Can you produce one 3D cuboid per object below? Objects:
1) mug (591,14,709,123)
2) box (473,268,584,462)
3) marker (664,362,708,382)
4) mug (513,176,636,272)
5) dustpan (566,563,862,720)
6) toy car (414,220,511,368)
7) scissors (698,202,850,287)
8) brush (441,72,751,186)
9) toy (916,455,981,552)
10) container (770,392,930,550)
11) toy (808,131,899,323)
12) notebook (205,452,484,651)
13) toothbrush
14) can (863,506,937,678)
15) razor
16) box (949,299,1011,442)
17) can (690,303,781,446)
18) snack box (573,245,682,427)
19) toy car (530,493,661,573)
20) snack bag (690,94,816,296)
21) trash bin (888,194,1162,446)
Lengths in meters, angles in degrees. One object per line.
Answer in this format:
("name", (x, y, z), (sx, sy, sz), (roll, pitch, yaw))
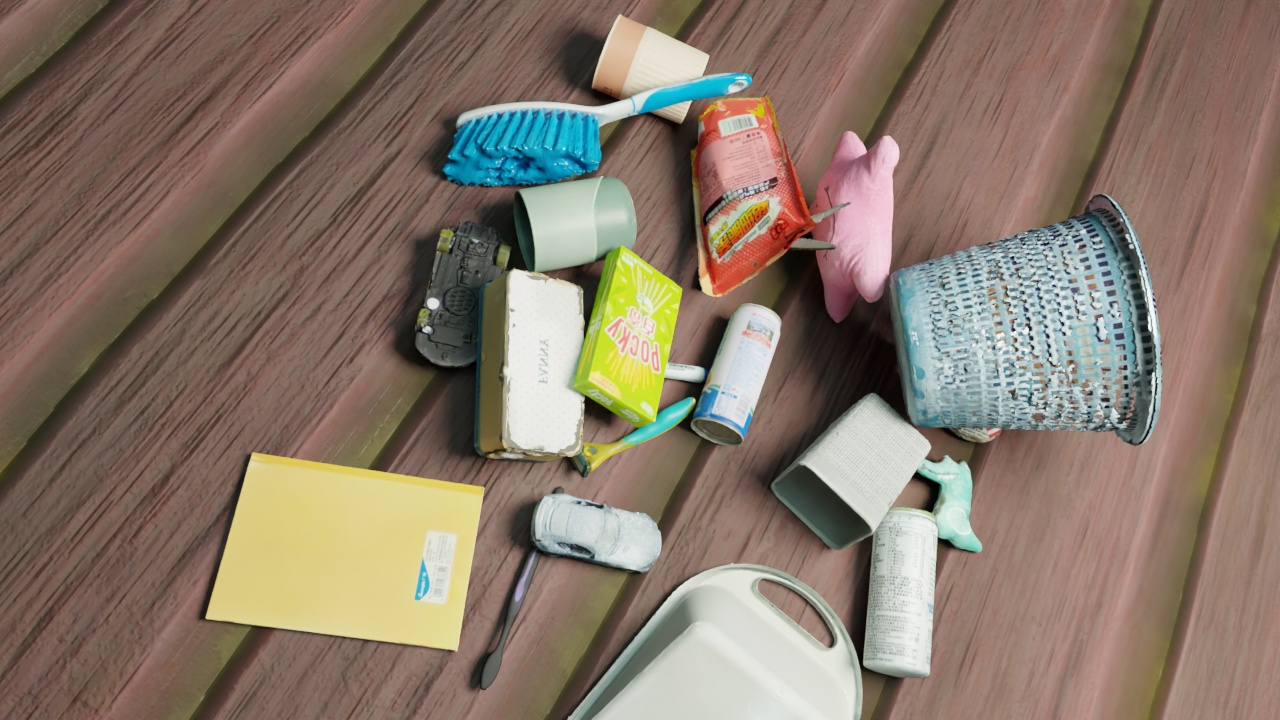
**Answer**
("mug", (0.013, -0.321, 1.002), (0.106, 0.082, 0.114), (22, 37, -4))
("box", (-0.100, 0.000, 0.837), (0.089, 0.061, 0.184), (12, 68, -33))
("marker", (-0.005, 0.005, 0.898), (0.145, 0.017, 0.016), (8, 68, -8))
("mug", (-0.069, -0.144, 0.915), (0.106, 0.082, 0.111), (-13, 41, -16))
("dustpan", (0.073, 0.315, 0.798), (0.222, 0.142, 0.258), (39, 96, 5))
("toy car", (-0.171, -0.064, 0.877), (0.070, 0.042, 0.157), (15, 65, -8))
("scissors", (0.125, -0.118, 0.912), (0.159, 0.177, 0.014), (-46, 124, 10))
("brush", (-0.043, -0.240, 0.932), (0.315, 0.061, 0.109), (-2, 59, 6))
("toy", (0.301, 0.134, 0.899), (0.096, 0.030, 0.091), (25, 61, -23))
("container", (0.201, 0.101, 0.864), (0.090, 0.090, 0.114), (44, 64, 7))
("toy", (0.210, -0.132, 0.929), (0.074, 0.178, 0.195), (0, 103, -9))
("notebook", (-0.249, 0.164, 0.791), (0.206, 0.010, 0.145), (9, 67, -8))
("toothbrush", (-0.103, 0.197, 0.809), (0.014, 0.017, 0.188), (27, 63, -13))
("can", (0.240, 0.212, 0.844), (0.058, 0.058, 0.146), (14, 67, -6))
("razor", (-0.005, 0.068, 0.867), (0.132, 0.028, 0.043), (-25, 50, -16))
("box", (0.356, 0.007, 0.951), (0.070, 0.056, 0.164), (24, 65, -18))
("can", (0.095, 0.013, 0.895), (0.053, 0.053, 0.134), (23, 66, -2))
("snack box", (-0.009, -0.024, 0.865), (0.085, 0.026, 0.156), (34, 53, -30))
("toy car", (-0.039, 0.154, 0.821), (0.120, 0.037, 0.054), (16, 65, -13))
("snack bag", (0.103, -0.172, 0.925), (0.073, 0.129, 0.207), (30, 41, -41))
("trash bin", (0.337, -0.024, 0.845), (0.195, 0.226, 0.226), (-8, 68, 14))
